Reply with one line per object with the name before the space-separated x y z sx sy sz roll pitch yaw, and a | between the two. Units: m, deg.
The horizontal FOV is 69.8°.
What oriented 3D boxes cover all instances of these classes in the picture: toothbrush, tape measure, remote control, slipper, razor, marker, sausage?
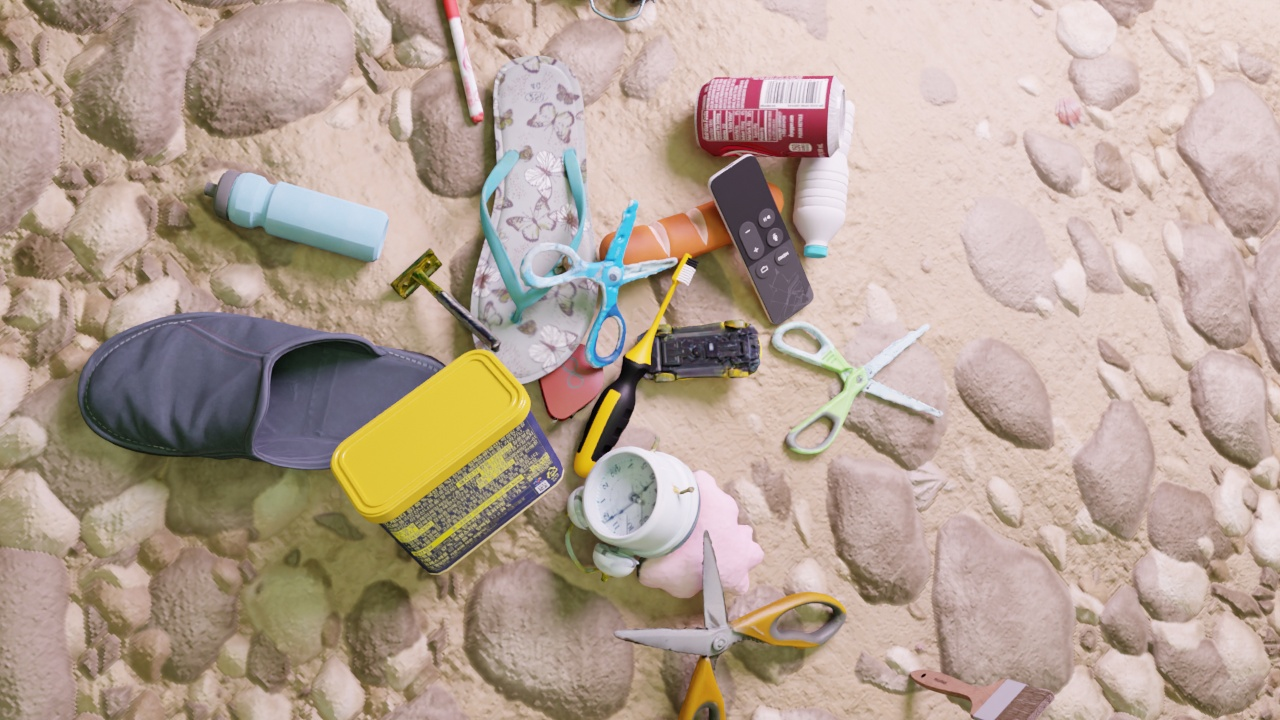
toothbrush | -0.004 0.004 0.731 0.031 0.031 0.196 26 91 23
tape measure | -0.055 0.017 0.733 0.051 0.019 0.059 -13 80 -13
remote control | 0.100 -0.096 0.751 0.045 0.008 0.147 -34 120 -8
slipper | -0.262 0.023 0.654 0.265 0.083 0.109 6 87 -11
slipper | -0.076 -0.114 0.714 0.098 0.055 0.268 5 81 -10
razor | -0.141 -0.040 0.692 0.106 0.026 0.042 40 76 24
marker | -0.145 -0.260 0.734 0.012 0.013 0.142 -13 90 -14
sausage | 0.043 -0.106 0.752 0.164 0.044 0.039 -22 63 -15

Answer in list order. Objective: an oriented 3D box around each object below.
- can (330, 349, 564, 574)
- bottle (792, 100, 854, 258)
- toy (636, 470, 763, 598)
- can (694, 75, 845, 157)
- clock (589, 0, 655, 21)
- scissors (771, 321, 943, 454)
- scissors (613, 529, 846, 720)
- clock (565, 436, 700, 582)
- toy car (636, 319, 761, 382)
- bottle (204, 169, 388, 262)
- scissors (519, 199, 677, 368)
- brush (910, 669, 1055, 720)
can | -0.133 0.076 0.662 0.135 0.104 0.075 -37 53 -13
bottle | 0.155 -0.155 0.781 0.044 0.044 0.136 7 85 -13
toy | 0.054 0.148 0.736 0.093 0.050 0.102 29 86 -14
can | 0.105 -0.197 0.742 0.114 0.063 0.063 5 85 17
clock | -0.017 -0.340 0.747 0.090 0.053 0.124 3 89 -13
scissors | 0.185 0.012 0.793 0.171 0.024 0.165 -39 90 -14
scissors | 0.077 0.232 0.731 0.229 0.016 0.225 -10 107 -27
clock | -0.010 0.117 0.708 0.118 0.057 0.083 -44 56 13
toy car | 0.047 -0.007 0.753 0.107 0.030 0.049 -2 88 0
bottle | -0.257 -0.109 0.684 0.130 0.040 0.040 15 83 -12
scissors | -0.029 -0.054 0.702 0.133 0.011 0.140 -15 116 -29
brush | 0.261 0.265 0.730 0.045 0.143 0.008 -36 96 -21
